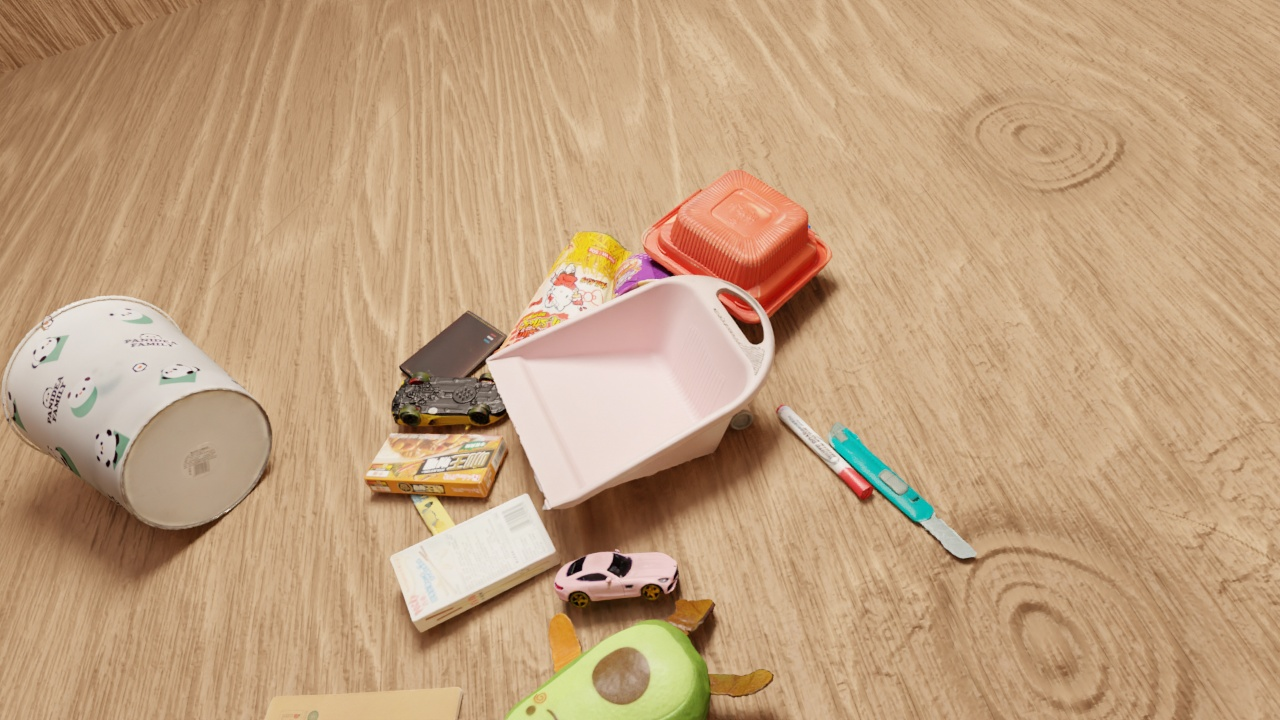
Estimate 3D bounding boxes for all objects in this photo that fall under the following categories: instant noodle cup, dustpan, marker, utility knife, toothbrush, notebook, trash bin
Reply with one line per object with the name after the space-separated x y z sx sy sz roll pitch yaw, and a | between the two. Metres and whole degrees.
0.113 -0.147 1.067 0.189 0.079 0.164 36 60 21 | instant noodle cup
-0.006 0.006 0.965 0.272 0.139 0.222 -10 48 -28 | dustpan
0.186 0.091 0.943 0.017 0.017 0.145 -31 45 -11 | marker
0.010 -0.072 1.111 0.111 0.112 0.099 -16 35 5 | instant noodle cup
-0.213 0.192 1.001 0.031 0.018 0.165 -30 39 -18 | utility knife
0.086 -0.006 1.068 0.026 0.026 0.220 -35 41 16 | toothbrush
-0.272 0.377 0.843 0.208 0.008 0.147 -8 46 13 | notebook
0.247 0.122 0.891 0.029 0.013 0.205 -32 45 -11 | utility knife
-0.604 0.068 1.127 0.252 0.230 0.229 25 60 32 | trash bin

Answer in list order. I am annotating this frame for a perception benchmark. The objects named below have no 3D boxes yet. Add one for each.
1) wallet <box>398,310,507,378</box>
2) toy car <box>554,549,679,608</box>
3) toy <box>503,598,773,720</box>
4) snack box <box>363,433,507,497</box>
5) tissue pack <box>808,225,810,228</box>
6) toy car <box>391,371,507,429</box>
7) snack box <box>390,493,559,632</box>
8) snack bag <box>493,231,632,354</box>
-0.244 -0.008 1.203 0.122 0.020 0.096 -43 48 -19 | wallet
-0.024 0.206 0.884 0.122 0.037 0.056 -8 20 11 | toy car
-0.018 0.290 0.774 0.246 0.090 0.227 -30 35 -15 | toy
-0.236 0.120 1.062 0.154 0.026 0.075 0 41 19 | snack box
0.137 -0.127 1.147 0.095 0.052 0.156 23 59 31 | tissue pack
-0.229 0.051 1.120 0.156 0.041 0.071 -2 46 6 | toy car
-0.170 0.205 0.944 0.156 0.027 0.084 -25 49 -12 | snack box
-0.095 -0.068 1.182 0.129 0.073 0.207 11 59 28 | snack bag
